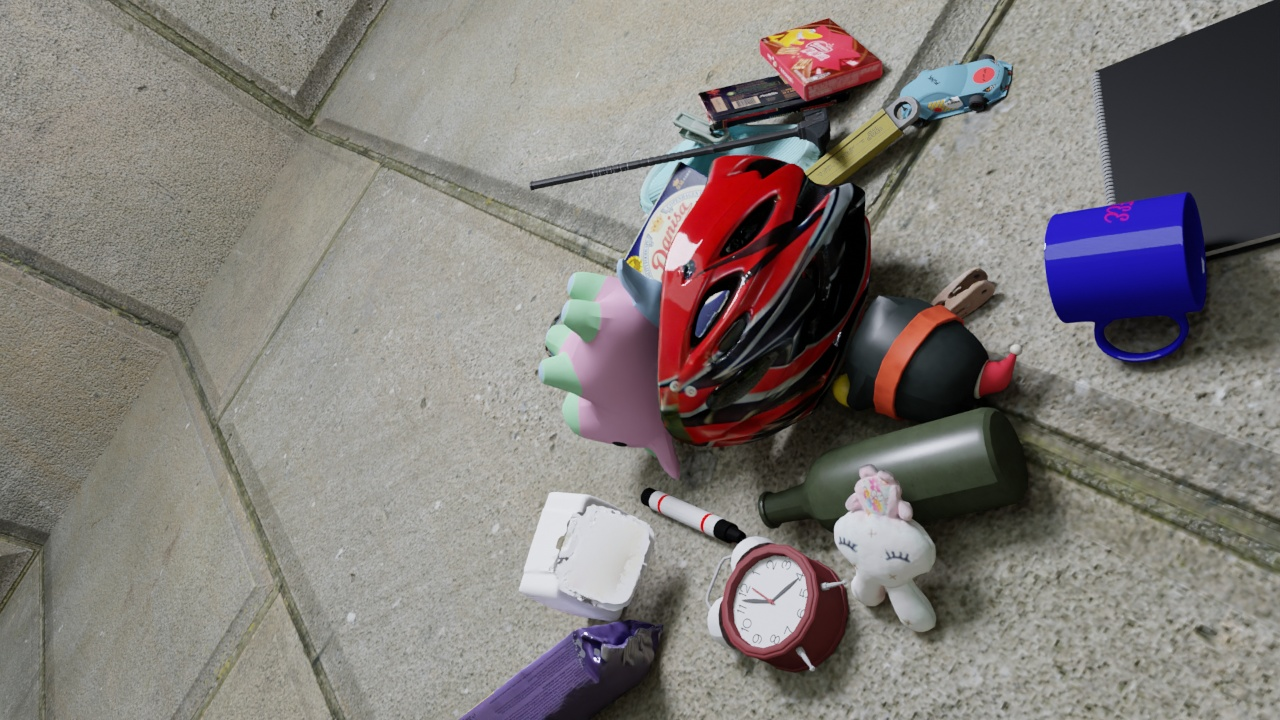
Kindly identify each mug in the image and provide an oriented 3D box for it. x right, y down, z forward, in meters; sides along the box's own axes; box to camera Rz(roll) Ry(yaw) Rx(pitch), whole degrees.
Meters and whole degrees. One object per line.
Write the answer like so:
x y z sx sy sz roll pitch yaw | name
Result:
0.338 -0.053 0.634 0.084 0.079 0.111 -5 101 40 | mug

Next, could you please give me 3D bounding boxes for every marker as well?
0.051 0.147 0.860 0.146 0.019 0.019 14 75 51 | marker

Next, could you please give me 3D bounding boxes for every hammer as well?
0.036 -0.212 0.964 0.325 0.015 0.094 -9 30 13 | hammer

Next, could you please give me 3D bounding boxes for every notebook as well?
0.422 -0.166 0.679 0.149 0.016 0.206 -17 53 39 | notebook

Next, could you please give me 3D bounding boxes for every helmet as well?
0.103 -0.046 0.790 0.167 0.217 0.271 14 66 27 | helmet

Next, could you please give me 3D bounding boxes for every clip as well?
0.265 -0.050 0.761 0.062 0.025 0.047 -13 56 45 | clip
0.071 -0.252 1.017 0.076 0.047 0.023 32 82 37 | clip

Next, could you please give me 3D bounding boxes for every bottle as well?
0.184 0.095 0.708 0.207 0.071 0.071 -22 49 37 | bottle

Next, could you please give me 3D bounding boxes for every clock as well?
0.106 0.196 0.740 0.138 0.048 0.096 10 72 49 | clock

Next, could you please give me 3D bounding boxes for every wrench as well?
0.167 -0.177 0.941 0.274 0.018 0.083 -38 67 27 | wrench

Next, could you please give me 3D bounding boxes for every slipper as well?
0.089 -0.228 1.051 0.277 0.069 0.115 4 64 49 | slipper

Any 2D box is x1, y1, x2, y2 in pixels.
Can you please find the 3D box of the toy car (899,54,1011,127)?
0.295 -0.262 0.876 0.108 0.027 0.060 -3 62 47 | toy car

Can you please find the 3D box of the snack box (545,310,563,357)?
-0.035 -0.005 0.982 0.072 0.121 0.072 -27 46 32 | snack box

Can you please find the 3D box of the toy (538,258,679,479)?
-0.005 0.005 0.862 0.119 0.171 0.223 -83 15 -46 | toy

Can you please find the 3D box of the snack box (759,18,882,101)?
0.196 -0.333 1.011 0.089 0.021 0.132 -19 42 -4 | snack box

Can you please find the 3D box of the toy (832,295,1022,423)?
0.221 0.006 0.715 0.097 0.100 0.119 -34 50 -25 | toy

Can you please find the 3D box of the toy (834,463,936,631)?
0.176 0.136 0.663 0.076 0.125 0.037 12 31 45 | toy

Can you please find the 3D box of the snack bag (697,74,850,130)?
0.144 -0.291 1.007 0.155 0.018 0.074 -12 43 -2 | snack bag

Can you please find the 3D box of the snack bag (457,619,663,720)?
-0.074 0.303 0.830 0.206 0.096 0.058 -41 62 21 | snack bag

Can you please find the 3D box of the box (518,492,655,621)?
-0.029 0.185 0.856 0.130 0.103 0.109 -8 58 42 | box

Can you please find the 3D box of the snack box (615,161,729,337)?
0.062 -0.114 0.969 0.145 0.042 0.144 38 104 34 | snack box
